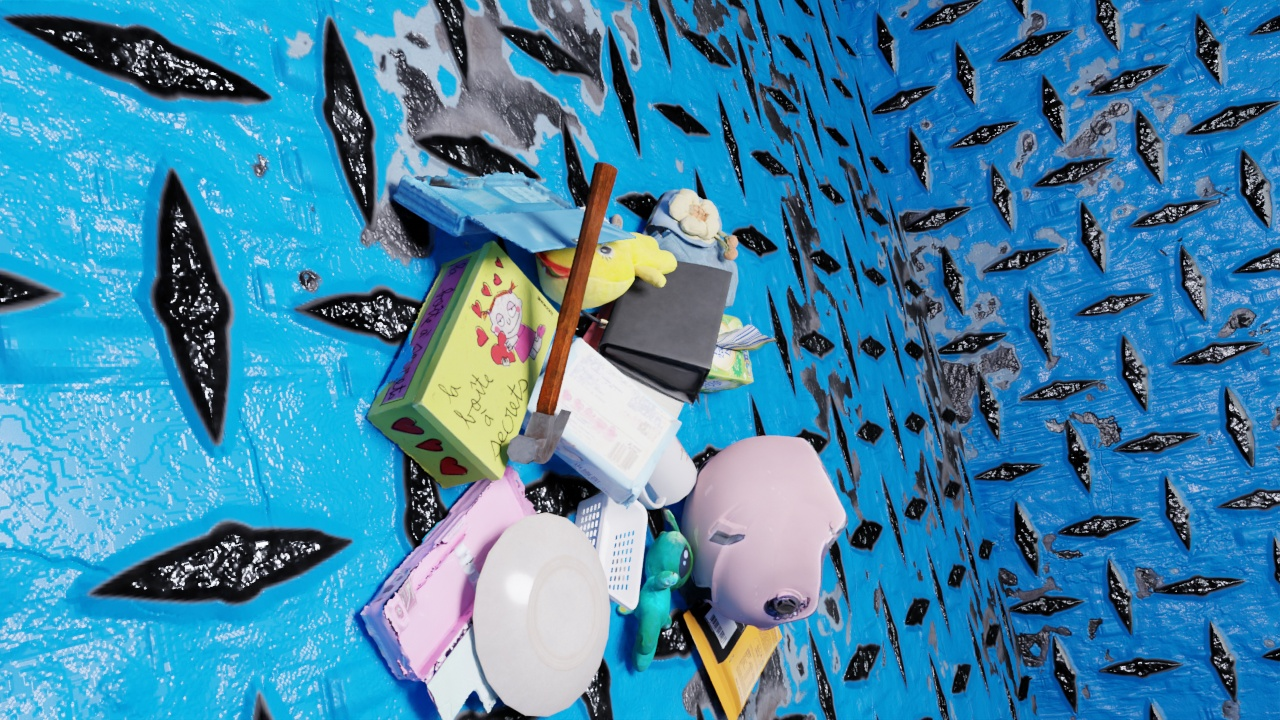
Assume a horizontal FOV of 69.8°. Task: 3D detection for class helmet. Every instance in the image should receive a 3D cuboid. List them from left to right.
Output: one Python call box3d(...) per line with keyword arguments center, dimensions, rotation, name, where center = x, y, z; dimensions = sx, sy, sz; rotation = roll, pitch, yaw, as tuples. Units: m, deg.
box3d(center=(0.133, 0.215, 1.152), dimensions=(0.152, 0.256, 0.229), rotation=(10, 34, -19), name="helmet")

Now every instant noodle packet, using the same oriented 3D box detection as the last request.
box3d(center=(0.132, 0.365, 1.255), dimensions=(0.220, 0.032, 0.160), rotation=(-33, 101, -60), name="instant noodle packet")

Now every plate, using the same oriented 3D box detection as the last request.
box3d(center=(-0.081, 0.241, 0.881), dimensions=(0.188, 0.027, 0.188), rotation=(18, 66, -49), name="plate")

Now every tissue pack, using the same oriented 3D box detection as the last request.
box3d(center=(-0.052, 0.064, 1.007), dimensions=(0.182, 0.070, 0.111), rotation=(40, 60, -7), name="tissue pack")
box3d(center=(0.111, -0.022, 1.314), dimensions=(0.197, 0.142, 0.120), rotation=(-1, 76, -60), name="tissue pack")

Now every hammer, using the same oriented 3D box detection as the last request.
box3d(center=(-0.069, -0.047, 0.900), dimensions=(0.111, 0.028, 0.300), rotation=(33, 71, -81), name="hammer")

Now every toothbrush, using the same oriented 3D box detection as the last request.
box3d(center=(-0.033, 0.177, 1.099), dimensions=(0.010, 0.010, 0.181), rotation=(18, 60, -52), name="toothbrush")

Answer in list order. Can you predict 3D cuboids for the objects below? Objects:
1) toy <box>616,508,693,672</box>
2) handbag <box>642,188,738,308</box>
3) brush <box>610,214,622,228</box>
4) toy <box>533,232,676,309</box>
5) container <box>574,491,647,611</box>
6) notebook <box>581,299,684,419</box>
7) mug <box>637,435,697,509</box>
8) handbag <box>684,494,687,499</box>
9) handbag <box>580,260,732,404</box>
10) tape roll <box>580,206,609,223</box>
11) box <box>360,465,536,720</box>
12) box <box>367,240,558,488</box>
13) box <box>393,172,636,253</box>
box3d(center=(0.018, 0.267, 1.085), dimensions=(0.131, 0.072, 0.192), rotation=(99, 8, -47), name="toy")
box3d(center=(0.089, -0.166, 1.380), dimensions=(0.192, 0.119, 0.121), rotation=(52, 35, -22), name="handbag")
box3d(center=(-0.039, -0.141, 1.255), dimensions=(0.039, 0.012, 0.151), rotation=(40, 43, -43), name="brush")
box3d(center=(-0.046, -0.119, 1.116), dimensions=(0.207, 0.134, 0.092), rotation=(-20, 137, -35), name="toy")
box3d(center=(-0.039, 0.210, 1.030), dimensions=(0.081, 0.050, 0.129), rotation=(46, 39, -39), name="container")
box3d(center=(-0.007, 0.007, 1.141), dimensions=(0.153, 0.012, 0.208), rotation=(31, 42, -2), name="notebook")
box3d(center=(0.016, 0.134, 1.129), dimensions=(0.089, 0.074, 0.105), rotation=(57, 32, -37), name="mug")
box3d(center=(0.093, 0.172, 1.305), dimensions=(0.119, 0.029, 0.055), rotation=(-38, 110, -65), name="handbag")
box3d(center=(0.000, -0.062, 1.152), dimensions=(0.196, 0.072, 0.175), rotation=(19, 48, -3), name="handbag")
box3d(center=(-0.063, -0.157, 1.208), dimensions=(0.093, 0.013, 0.093), rotation=(26, 53, -40), name="tape roll")
box3d(center=(-0.149, 0.220, 0.854), dimensions=(0.159, 0.035, 0.229), rotation=(66, 30, -17), name="box")
box3d(center=(-0.165, 0.003, 0.897), dimensions=(0.124, 0.081, 0.220), rotation=(52, 34, -32), name="box")
box3d(center=(-0.125, -0.152, 0.984), dimensions=(0.231, 0.174, 0.033), rotation=(-20, 138, -61), name="box")
